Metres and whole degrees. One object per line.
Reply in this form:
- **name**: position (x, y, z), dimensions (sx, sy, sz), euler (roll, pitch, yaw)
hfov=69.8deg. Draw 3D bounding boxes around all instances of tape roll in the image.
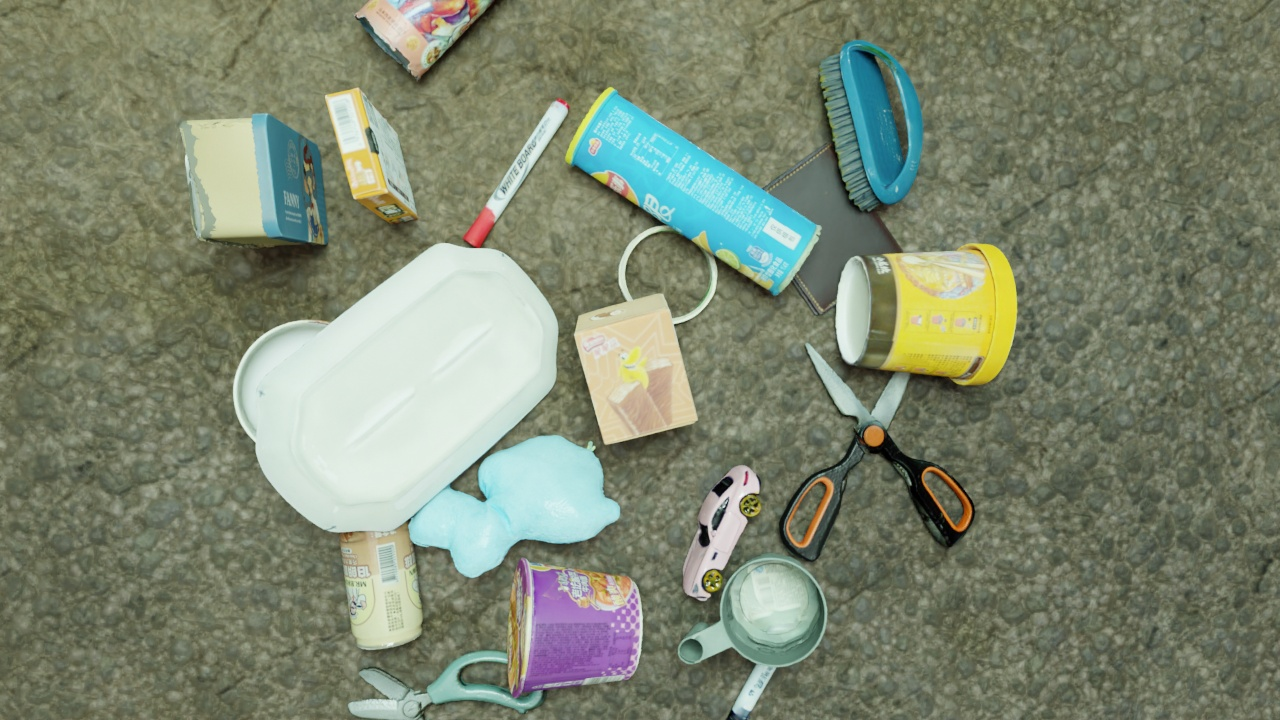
- **tape roll**: position (0.024, -0.075, 0.798), dimensions (0.086, 0.014, 0.086), euler (0, 92, -5)

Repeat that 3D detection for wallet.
- **wallet**: position (0.160, -0.115, 0.808), dimensions (0.096, 0.020, 0.122), euler (-36, 96, 2)

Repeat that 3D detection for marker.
- **marker**: position (-0.105, -0.159, 0.781), dimensions (0.017, 0.017, 0.145), euler (33, 89, -6)
- **marker**: position (0.106, 0.287, 0.820), dimensions (0.022, 0.018, 0.130), euler (30, 90, -15)

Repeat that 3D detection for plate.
- **plate**: position (-0.176, 0.019, 0.733), dimensions (0.265, 0.034, 0.162), euler (-42, 105, -20)

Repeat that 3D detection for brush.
- **brush**: position (0.200, -0.202, 0.773), dimensions (0.055, 0.074, 0.144), euler (-8, 84, -45)

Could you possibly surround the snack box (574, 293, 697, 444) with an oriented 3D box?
- **snack box**: position (-0.004, 0.004, 0.751), dimensions (0.077, 0.092, 0.094), euler (-15, 102, 2)

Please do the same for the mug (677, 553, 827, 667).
- **mug**: position (0.093, 0.212, 0.766), dimensions (0.124, 0.103, 0.083), euler (-26, 79, 5)

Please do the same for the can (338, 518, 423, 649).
- **can**: position (-0.216, 0.175, 0.764), dimensions (0.058, 0.058, 0.116), euler (-7, 93, -5)

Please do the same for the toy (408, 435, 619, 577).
- **toy**: position (-0.101, 0.115, 0.766), dimensions (0.161, 0.050, 0.156), euler (28, 64, 18)

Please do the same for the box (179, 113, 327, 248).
- **box**: position (-0.282, -0.129, 0.683), dimensions (0.062, 0.184, 0.090), euler (-5, 98, -9)

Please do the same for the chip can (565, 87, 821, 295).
- **chip can**: position (0.044, -0.139, 0.763), dimensions (0.210, 0.071, 0.071), euler (33, 89, -3)

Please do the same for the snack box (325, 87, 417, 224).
- **snack box**: position (-0.201, -0.151, 0.703), dimensions (0.026, 0.154, 0.075), euler (-14, 93, -5)

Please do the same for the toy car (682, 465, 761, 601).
- **toy car**: position (0.066, 0.147, 0.791), dimensions (0.037, 0.056, 0.122), euler (26, 90, -10)

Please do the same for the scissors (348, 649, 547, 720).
- **scissors**: position (-0.169, 0.324, 0.795), dimensions (0.176, 0.019, 0.172), euler (-1, 93, -7)

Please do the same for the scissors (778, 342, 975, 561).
- **scissors**: position (0.205, 0.088, 0.821), dimensions (0.220, 0.022, 0.233), euler (-44, 95, -7)

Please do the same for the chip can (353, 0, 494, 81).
- **chip can**: position (-0.132, -0.328, 0.744), dimensions (0.071, 0.071, 0.214), euler (44, 89, -6)

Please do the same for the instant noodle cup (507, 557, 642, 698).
- **instant noodle cup**: position (-0.055, 0.221, 0.762), dimensions (0.099, 0.112, 0.111), euler (4, 92, -15)

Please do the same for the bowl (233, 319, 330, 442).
- **bowl**: position (-0.269, 0.026, 0.744), dimensions (0.113, 0.062, 0.113), euler (1, 87, -24)

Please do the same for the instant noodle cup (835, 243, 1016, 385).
- **instant noodle cup**: position (0.232, -0.039, 0.768), dimensions (0.114, 0.118, 0.118), euler (1, 92, -5)
